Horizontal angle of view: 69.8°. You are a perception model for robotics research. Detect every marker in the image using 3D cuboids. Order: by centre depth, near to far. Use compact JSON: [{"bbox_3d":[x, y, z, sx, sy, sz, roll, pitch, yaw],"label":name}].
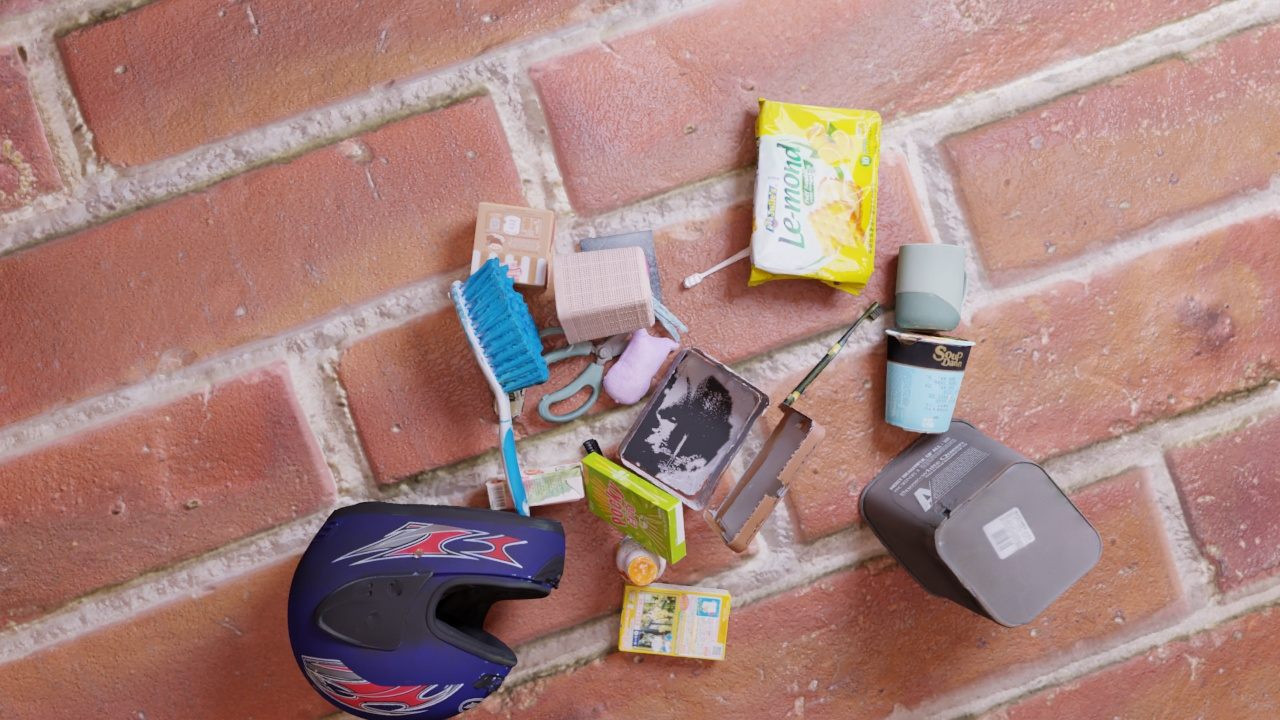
[{"bbox_3d":[-0.038,0.161,1.197,0.018,0.023,0.130,-29,91,-35],"label":"marker"}]

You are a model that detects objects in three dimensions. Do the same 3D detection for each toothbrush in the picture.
[{"bbox_3d":[0.137,-0.140,1.200,0.180,0.016,0.016,-28,95,-3],"label":"toothbrush"},{"bbox_3d":[0.254,-0.005,1.209,0.017,0.012,0.186,43,89,-13],"label":"toothbrush"}]

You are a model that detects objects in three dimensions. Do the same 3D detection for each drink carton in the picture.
[{"bbox_3d":[-0.133,0.164,1.178,0.122,0.053,0.045,-8,93,-1],"label":"drink carton"}]

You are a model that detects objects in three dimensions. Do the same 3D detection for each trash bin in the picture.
[{"bbox_3d":[0.411,0.198,1.115,0.199,0.220,0.198,-41,91,0],"label":"trash bin"}]

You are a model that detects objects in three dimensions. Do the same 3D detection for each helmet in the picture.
[{"bbox_3d":[-0.250,0.299,1.075,0.315,0.247,0.240,1,73,6],"label":"helmet"}]

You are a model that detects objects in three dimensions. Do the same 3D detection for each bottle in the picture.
[{"bbox_3d":[0.001,0.253,1.156,0.063,0.108,0.063,0,90,-1],"label":"bottle"}]

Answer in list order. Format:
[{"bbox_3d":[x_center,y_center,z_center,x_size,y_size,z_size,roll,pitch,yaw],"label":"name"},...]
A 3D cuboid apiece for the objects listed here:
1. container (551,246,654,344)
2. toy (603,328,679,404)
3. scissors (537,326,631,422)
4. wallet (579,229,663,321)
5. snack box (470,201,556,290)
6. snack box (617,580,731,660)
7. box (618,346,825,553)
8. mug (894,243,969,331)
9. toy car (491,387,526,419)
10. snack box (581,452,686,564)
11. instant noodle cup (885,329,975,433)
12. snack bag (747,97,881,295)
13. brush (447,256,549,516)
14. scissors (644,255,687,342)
[{"bbox_3d":[-0.044,-0.082,1.122,0.111,0.090,0.089,-9,65,3],"label":"container"},{"bbox_3d":[-0.007,0.007,1.184,0.084,0.039,0.108,30,94,-25],"label":"toy"},{"bbox_3d":[-0.071,0.016,1.188,0.178,0.019,0.161,-12,108,-17],"label":"scissors"},{"bbox_3d":[-0.024,-0.105,1.197,0.097,0.019,0.121,-8,92,0],"label":"wallet"},{"bbox_3d":[-0.159,-0.143,1.161,0.093,0.077,0.094,7,90,-2],"label":"snack box"},{"bbox_3d":[0.044,0.339,1.197,0.140,0.034,0.087,6,91,-4],"label":"snack box"},{"bbox_3d":[0.080,0.094,1.120,0.157,0.217,0.180,34,91,-14],"label":"box"},{"bbox_3d":[0.382,-0.091,1.184,0.111,0.082,0.106,3,90,-33],"label":"mug"},{"bbox_3d":[-0.168,0.031,1.185,0.042,0.035,0.090,9,93,-1],"label":"toy car"},{"bbox_3d":[-0.010,0.180,1.130,0.026,0.156,0.086,-29,128,-34],"label":"snack box"},{"bbox_3d":[0.359,0.027,1.172,0.111,0.111,0.120,7,98,-2],"label":"instant noodle cup"},{"bbox_3d":[0.219,-0.210,1.170,0.158,0.068,0.246,4,85,-3],"label":"snack bag"},{"bbox_3d":[-0.157,0.039,1.117,0.109,0.060,0.314,-21,95,13],"label":"brush"},{"bbox_3d":[0.006,-0.072,1.184,0.072,0.017,0.137,-35,98,2],"label":"scissors"}]
